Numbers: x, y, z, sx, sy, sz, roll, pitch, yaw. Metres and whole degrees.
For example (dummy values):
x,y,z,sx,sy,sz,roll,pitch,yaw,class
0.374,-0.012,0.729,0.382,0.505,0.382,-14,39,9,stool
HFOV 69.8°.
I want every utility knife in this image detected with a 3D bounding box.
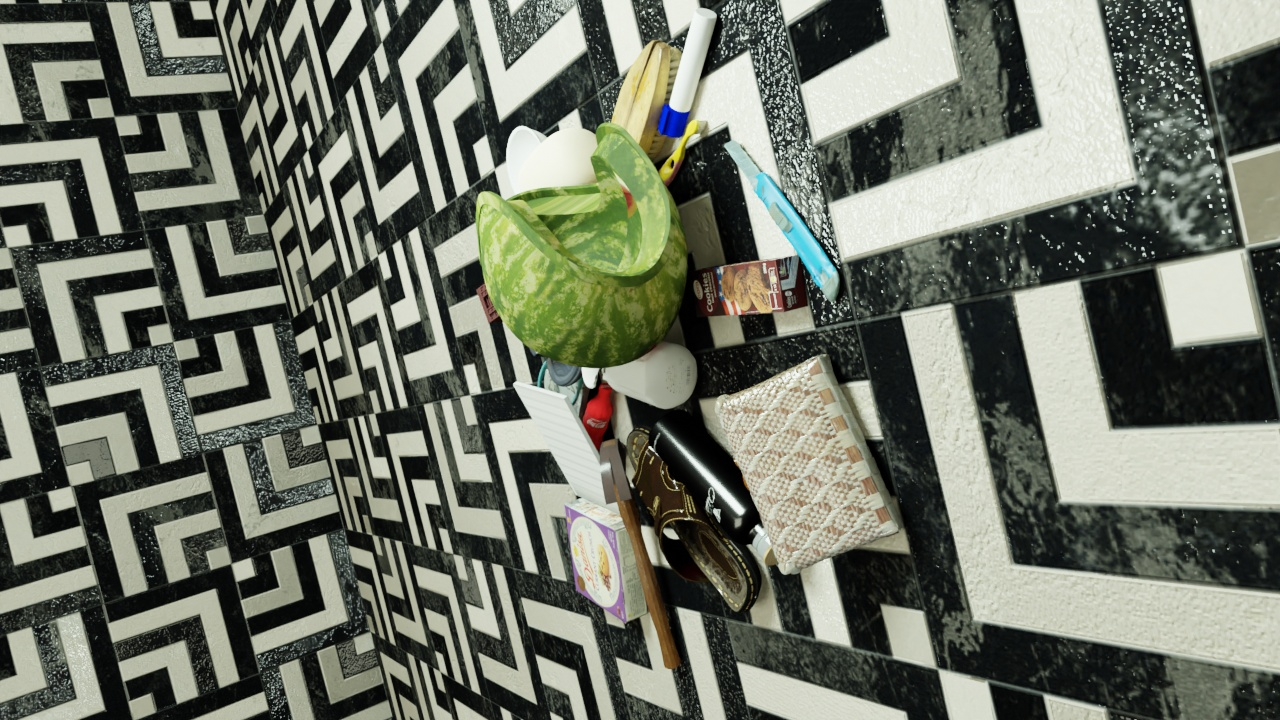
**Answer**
x,y,z,sx,sy,sz,roll,pitch,yaw,class
0.135,-0.142,0.888,0.205,0.015,0.031,60,141,25,utility knife

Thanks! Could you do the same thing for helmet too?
x,y,z,sx,sy,sz,roll,pitch,yaw,class
-0.063,-0.107,1.005,0.243,0.212,0.248,52,157,1,helmet

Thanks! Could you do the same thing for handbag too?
x,y,z,sx,sy,sz,roll,pitch,yaw,class
0.158,0.099,0.881,0.124,0.047,0.185,-26,77,21,handbag

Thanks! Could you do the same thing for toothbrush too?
x,y,z,sx,sy,sz,roll,pitch,yaw,class
0.038,-0.221,1.009,0.021,0.016,0.136,64,149,15,toothbrush

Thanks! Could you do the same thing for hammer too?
x,y,z,sx,sy,sz,roll,pitch,yaw,class
0.002,0.261,1.224,0.115,0.033,0.323,-78,-27,-79,hammer

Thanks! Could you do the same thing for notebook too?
x,y,z,sx,sy,sz,roll,pitch,yaw,class
-0.097,0.125,1.295,0.143,0.009,0.210,12,134,53,notebook

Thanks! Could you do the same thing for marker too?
x,y,z,sx,sy,sz,roll,pitch,yaw,class
0.048,-0.295,0.948,0.133,0.027,0.023,107,151,-41,marker

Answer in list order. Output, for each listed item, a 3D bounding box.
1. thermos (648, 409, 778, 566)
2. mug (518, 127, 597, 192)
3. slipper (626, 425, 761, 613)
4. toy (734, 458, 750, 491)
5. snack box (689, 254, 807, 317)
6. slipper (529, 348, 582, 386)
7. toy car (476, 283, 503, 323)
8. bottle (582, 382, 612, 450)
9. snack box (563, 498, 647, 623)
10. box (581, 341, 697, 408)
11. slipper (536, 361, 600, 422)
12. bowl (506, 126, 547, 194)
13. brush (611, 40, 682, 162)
x,y,z,sx,sy,sz,roll,pitch,yaw,class
0.097,0.147,1.025,0.231,0.061,0.061,46,138,38,thermos
-0.081,-0.220,1.121,0.100,0.096,0.120,-34,78,49,mug
0.047,0.192,1.107,0.267,0.075,0.113,54,142,31,slipper
0.131,0.089,0.952,0.087,0.067,0.112,9,101,56,toy
0.108,-0.075,0.942,0.141,0.031,0.051,1,103,58,snack box
-0.129,-0.095,1.184,0.111,0.083,0.268,-7,94,53,slipper
-0.158,-0.114,1.310,0.170,0.061,0.070,-30,76,37,toy car
-0.059,0.077,1.266,0.036,0.036,0.119,52,141,33,bottle
-0.051,0.287,1.337,0.148,0.040,0.143,12,113,55,snack box
-0.010,0.006,1.109,0.166,0.092,0.083,16,110,57,box
-0.110,0.024,1.290,0.098,0.054,0.270,59,150,23,slipper
-0.136,-0.262,1.240,0.110,0.040,0.110,29,127,47,bowl
0.001,-0.264,1.020,0.059,0.043,0.196,54,142,29,brush
